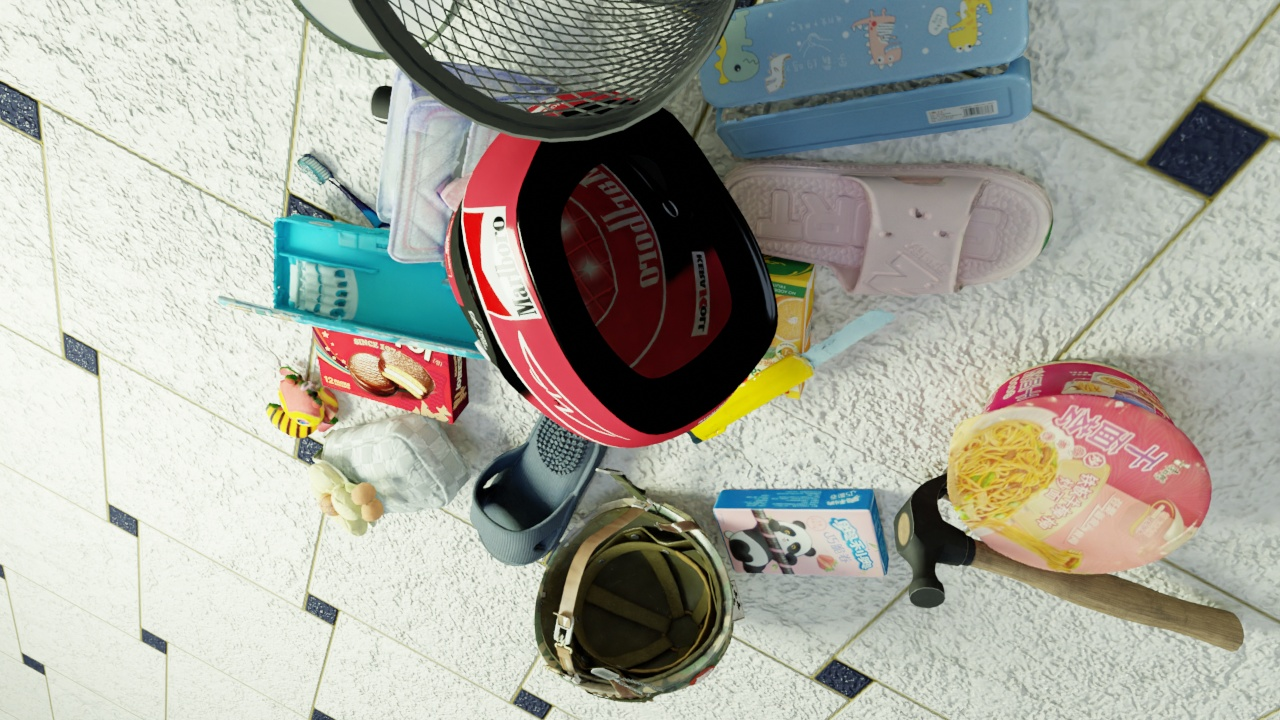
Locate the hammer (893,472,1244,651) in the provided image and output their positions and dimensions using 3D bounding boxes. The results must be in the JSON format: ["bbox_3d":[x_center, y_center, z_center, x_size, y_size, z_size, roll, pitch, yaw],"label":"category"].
[{"bbox_3d":[0.362,0.183,0.774,0.305,0.132,0.040,17,131,-5],"label":"hammer"}]

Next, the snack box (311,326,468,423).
[{"bbox_3d":[-0.252,-0.016,0.922,0.152,0.035,0.133,15,130,12],"label":"snack box"}]

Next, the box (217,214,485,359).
[{"bbox_3d":[-0.241,-0.056,0.798,0.227,0.116,0.097,12,110,13],"label":"box"}]

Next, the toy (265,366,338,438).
[{"bbox_3d":[-0.378,0.051,1.022,0.084,0.046,0.104,37,135,-15],"label":"toy"}]

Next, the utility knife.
[{"bbox_3d":[0.113,0.016,0.746,0.030,0.019,0.228,40,135,-16],"label":"utility knife"}]

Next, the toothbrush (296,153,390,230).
[{"bbox_3d":[-0.240,-0.121,0.849,0.189,0.017,0.016,43,130,-11],"label":"toothbrush"}]

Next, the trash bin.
[{"bbox_3d":[-0.021,-0.268,0.503,0.218,0.226,0.218,12,129,15],"label":"trash bin"}]

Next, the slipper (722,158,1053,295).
[{"bbox_3d":[0.167,-0.093,0.665,0.239,0.064,0.094,10,128,18],"label":"slipper"}]

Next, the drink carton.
[{"bbox_3d":[0.109,-0.027,0.755,0.058,0.041,0.123,9,129,17],"label":"drink carton"}]

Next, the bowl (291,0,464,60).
[{"bbox_3d":[-0.183,-0.301,0.651,0.153,0.072,0.154,12,130,15],"label":"bowl"}]

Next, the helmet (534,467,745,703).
[{"bbox_3d":[-0.008,0.232,0.898,0.236,0.192,0.225,38,156,-34],"label":"helmet"}]

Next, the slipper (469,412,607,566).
[{"bbox_3d":[-0.119,0.138,0.934,0.101,0.082,0.264,47,129,15],"label":"slipper"}]

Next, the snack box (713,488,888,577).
[{"bbox_3d":[0.155,0.166,0.887,0.154,0.033,0.088,-4,123,26],"label":"snack box"}]

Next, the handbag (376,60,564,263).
[{"bbox_3d":[-0.134,-0.149,0.724,0.126,0.069,0.159,-3,137,-26],"label":"handbag"}]

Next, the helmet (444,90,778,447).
[{"bbox_3d":[-0.033,-0.064,0.673,0.225,0.197,0.271,25,150,59],"label":"helmet"}]

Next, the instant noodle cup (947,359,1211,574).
[{"bbox_3d":[0.335,0.076,0.713,0.179,0.077,0.179,13,129,16],"label":"instant noodle cup"}]

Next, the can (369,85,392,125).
[{"bbox_3d":[-0.178,-0.203,0.750,0.080,0.031,0.032,14,129,13],"label":"can"}]

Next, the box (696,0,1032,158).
[{"bbox_3d":[0.143,-0.186,0.601,0.210,0.047,0.122,-3,139,24],"label":"box"}]

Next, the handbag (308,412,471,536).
[{"bbox_3d":[-0.275,0.123,0.981,0.172,0.123,0.112,-16,112,38],"label":"handbag"}]
